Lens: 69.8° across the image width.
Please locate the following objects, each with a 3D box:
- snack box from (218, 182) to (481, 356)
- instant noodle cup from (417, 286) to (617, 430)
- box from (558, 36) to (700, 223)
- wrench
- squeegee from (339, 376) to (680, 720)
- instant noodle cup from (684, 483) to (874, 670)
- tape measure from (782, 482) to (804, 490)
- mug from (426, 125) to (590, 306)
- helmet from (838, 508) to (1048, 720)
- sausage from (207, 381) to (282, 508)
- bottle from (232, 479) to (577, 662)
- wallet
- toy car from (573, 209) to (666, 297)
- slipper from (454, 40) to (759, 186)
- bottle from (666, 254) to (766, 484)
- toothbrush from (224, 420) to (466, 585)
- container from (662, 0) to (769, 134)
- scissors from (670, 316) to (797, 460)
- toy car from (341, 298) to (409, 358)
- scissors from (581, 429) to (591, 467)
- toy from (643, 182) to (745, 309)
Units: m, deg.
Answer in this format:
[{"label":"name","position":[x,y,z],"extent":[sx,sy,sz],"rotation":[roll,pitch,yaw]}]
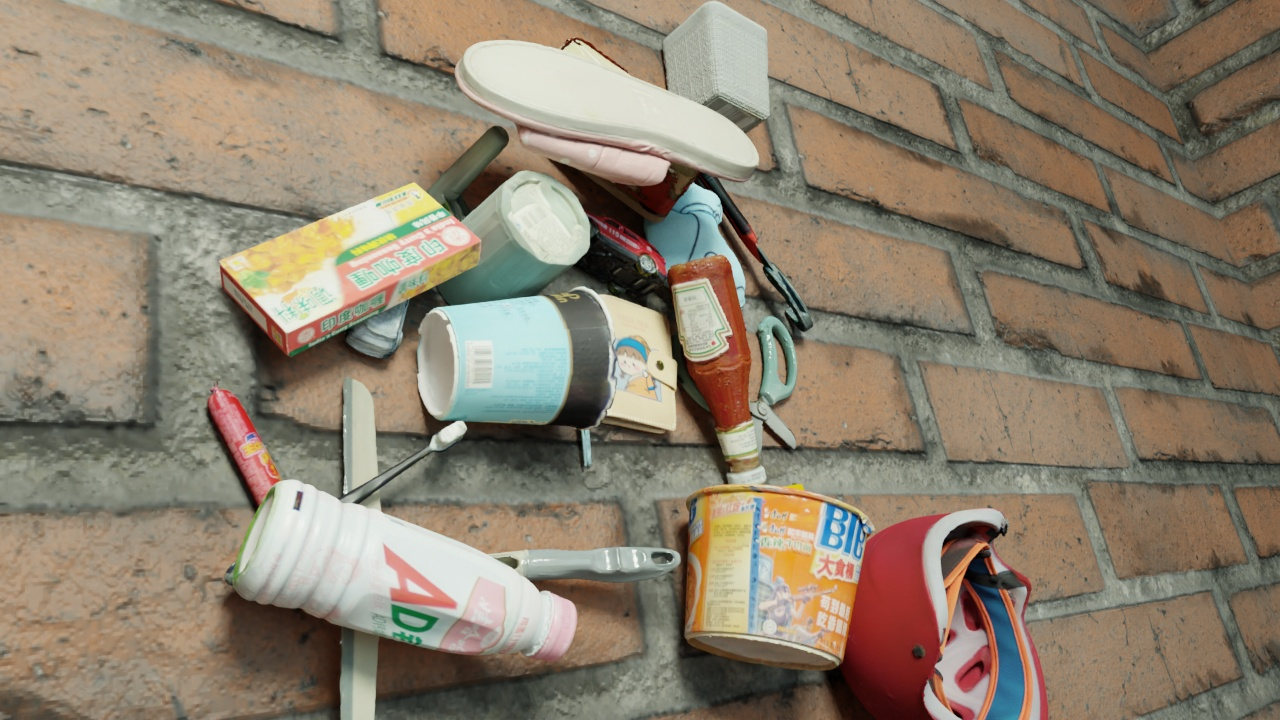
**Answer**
[{"label":"snack box","position":[-0.193,-0.066,0.626],"extent":[0.077,0.027,0.155],"rotation":[41,51,20]},{"label":"instant noodle cup","position":[-0.095,0.001,0.669],"extent":[0.120,0.111,0.111],"rotation":[-2,70,-33]},{"label":"box","position":[-0.018,-0.214,0.831],"extent":[0.168,0.080,0.091],"rotation":[35,48,-5]},{"label":"wrench","position":[0.100,-0.145,0.952],"extent":[0.016,0.056,0.273],"rotation":[-34,91,-4]},{"label":"squeegee","position":[-0.085,0.139,0.634],"extent":[0.246,0.039,0.246],"rotation":[7,57,-28]},{"label":"instant noodle cup","position":[0.102,0.174,0.720],"extent":[0.151,0.152,0.111],"rotation":[26,62,-29]},{"label":"tape measure","position":[0.134,0.141,0.842],"extent":[0.059,0.029,0.057],"rotation":[-1,70,-41]},{"label":"mug","position":[-0.109,-0.103,0.702],"extent":[0.083,0.104,0.124],"rotation":[-27,88,-45]},{"label":"helmet","position":[0.258,0.251,0.817],"extent":[0.206,0.144,0.240],"rotation":[-42,113,-45]},{"label":"sausage","position":[-0.227,0.082,0.562],"extent":[0.020,0.020,0.156],"rotation":[-25,86,-45]},{"label":"bottle","position":[-0.129,0.132,0.537],"extent":[0.196,0.068,0.068],"rotation":[25,54,-24]},{"label":"wallet","position":[-0.005,0.005,0.797],"extent":[0.087,0.024,0.115],"rotation":[14,59,-31]},{"label":"toy car","position":[-0.032,-0.097,0.805],"extent":[0.120,0.053,0.045],"rotation":[26,52,-33]},{"label":"slipper","position":[-0.022,-0.185,0.733],"extent":[0.273,0.055,0.114],"rotation":[5,45,-35]},{"label":"bottle","position":[0.073,0.011,0.810],"extent":[0.059,0.060,0.206],"rotation":[-18,96,-45]},{"label":"toothbrush","position":[-0.178,0.085,0.575],"extent":[0.180,0.018,0.015],"rotation":[-35,90,-41]},{"label":"container","position":[0.082,-0.301,0.986],"extent":[0.090,0.090,0.114],"rotation":[15,63,-35]},{"label":"scissors","position":[0.096,0.007,0.886],"extent":[0.170,0.019,0.173],"rotation":[34,51,-25]},{"label":"toy car","position":[-0.184,-0.045,0.657],"extent":[0.043,0.034,0.090],"rotation":[23,53,-27]},{"label":"scissors","position":[-0.049,0.020,0.741],"extent":[0.063,0.017,0.135],"rotation":[49,35,-70]},{"label":"toy","position":[0.045,-0.117,0.884],"extent":[0.161,0.050,0.155],"rotation":[36,50,-9]}]
